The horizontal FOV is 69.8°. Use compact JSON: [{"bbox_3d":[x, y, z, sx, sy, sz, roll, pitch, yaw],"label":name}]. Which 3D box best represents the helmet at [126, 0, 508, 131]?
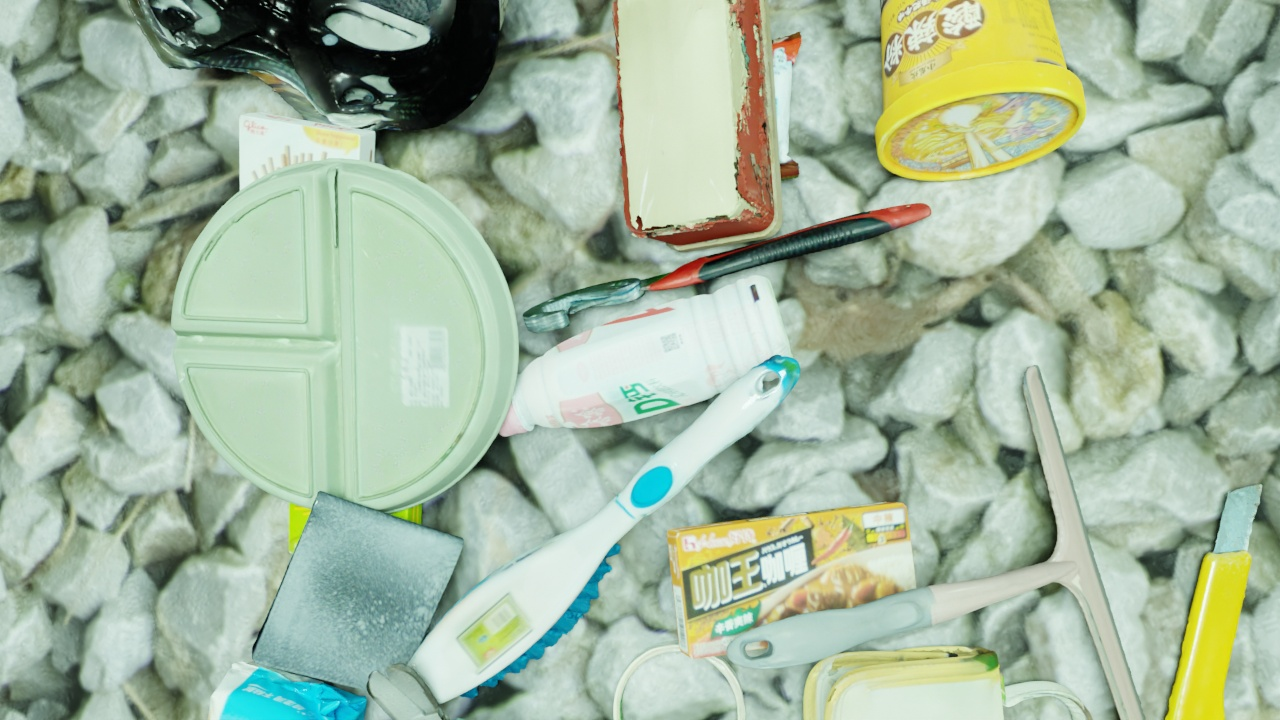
[{"bbox_3d":[-0.194,-0.278,0.581,0.274,0.231,0.156,15,47,5],"label":"helmet"}]

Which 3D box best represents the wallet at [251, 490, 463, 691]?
[{"bbox_3d":[-0.180,0.151,0.583,0.097,0.019,0.121,22,98,-16],"label":"wallet"}]

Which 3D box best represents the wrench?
[{"bbox_3d":[0.055,-0.063,0.602,0.273,0.056,0.016,-16,108,1],"label":"wrench"}]

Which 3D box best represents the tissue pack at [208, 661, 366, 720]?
[{"bbox_3d":[-0.234,0.267,0.588,0.090,0.063,0.140,14,100,8],"label":"tissue pack"}]

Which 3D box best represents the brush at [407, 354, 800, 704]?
[{"bbox_3d":[-0.024,0.109,0.564,0.314,0.109,0.060,-40,77,2],"label":"brush"}]

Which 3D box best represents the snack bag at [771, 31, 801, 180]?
[{"bbox_3d":[0.085,-0.169,0.615,0.048,0.026,0.104,-2,86,19],"label":"snack bag"}]

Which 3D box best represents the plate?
[{"bbox_3d":[-0.190,-0.010,0.575,0.230,0.027,0.230,1,100,7],"label":"plate"}]

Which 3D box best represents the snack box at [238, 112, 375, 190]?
[{"bbox_3d":[-0.224,-0.080,0.616,0.085,0.026,0.157,10,110,8],"label":"snack box"}]

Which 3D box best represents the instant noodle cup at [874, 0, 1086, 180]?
[{"bbox_3d":[0.201,-0.187,0.563,0.118,0.118,0.114,-4,78,6],"label":"instant noodle cup"}]

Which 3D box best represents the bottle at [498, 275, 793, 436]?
[{"bbox_3d":[-0.004,0.003,0.593,0.197,0.068,0.068,-16,84,8],"label":"bottle"}]

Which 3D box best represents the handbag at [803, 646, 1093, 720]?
[{"bbox_3d":[0.191,0.259,0.560,0.178,0.063,0.163,-3,85,-9],"label":"handbag"}]

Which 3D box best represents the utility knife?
[{"bbox_3d":[0.352,0.169,0.563,0.033,0.015,0.195,15,87,4],"label":"utility knife"}]

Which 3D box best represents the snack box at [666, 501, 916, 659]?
[{"bbox_3d":[0.095,0.133,0.566,0.153,0.026,0.075,-5,84,-14],"label":"snack box"}]

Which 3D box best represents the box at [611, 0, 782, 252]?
[{"bbox_3d":[0.034,-0.161,0.580,0.091,0.079,0.168,-6,85,30],"label":"box"}]

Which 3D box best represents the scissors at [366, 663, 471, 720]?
[{"bbox_3d":[-0.137,0.247,0.565,0.132,0.019,0.185,-37,119,14],"label":"scissors"}]

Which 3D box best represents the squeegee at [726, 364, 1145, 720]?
[{"bbox_3d":[0.170,0.139,0.527,0.249,0.040,0.247,-11,80,-13],"label":"squeegee"}]

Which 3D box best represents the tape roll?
[{"bbox_3d":[0.025,0.227,0.597,0.086,0.014,0.085,-1,85,6],"label":"tape roll"}]

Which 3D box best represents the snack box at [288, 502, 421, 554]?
[{"bbox_3d":[-0.189,0.057,0.613,0.086,0.026,0.156,4,99,8],"label":"snack box"}]
